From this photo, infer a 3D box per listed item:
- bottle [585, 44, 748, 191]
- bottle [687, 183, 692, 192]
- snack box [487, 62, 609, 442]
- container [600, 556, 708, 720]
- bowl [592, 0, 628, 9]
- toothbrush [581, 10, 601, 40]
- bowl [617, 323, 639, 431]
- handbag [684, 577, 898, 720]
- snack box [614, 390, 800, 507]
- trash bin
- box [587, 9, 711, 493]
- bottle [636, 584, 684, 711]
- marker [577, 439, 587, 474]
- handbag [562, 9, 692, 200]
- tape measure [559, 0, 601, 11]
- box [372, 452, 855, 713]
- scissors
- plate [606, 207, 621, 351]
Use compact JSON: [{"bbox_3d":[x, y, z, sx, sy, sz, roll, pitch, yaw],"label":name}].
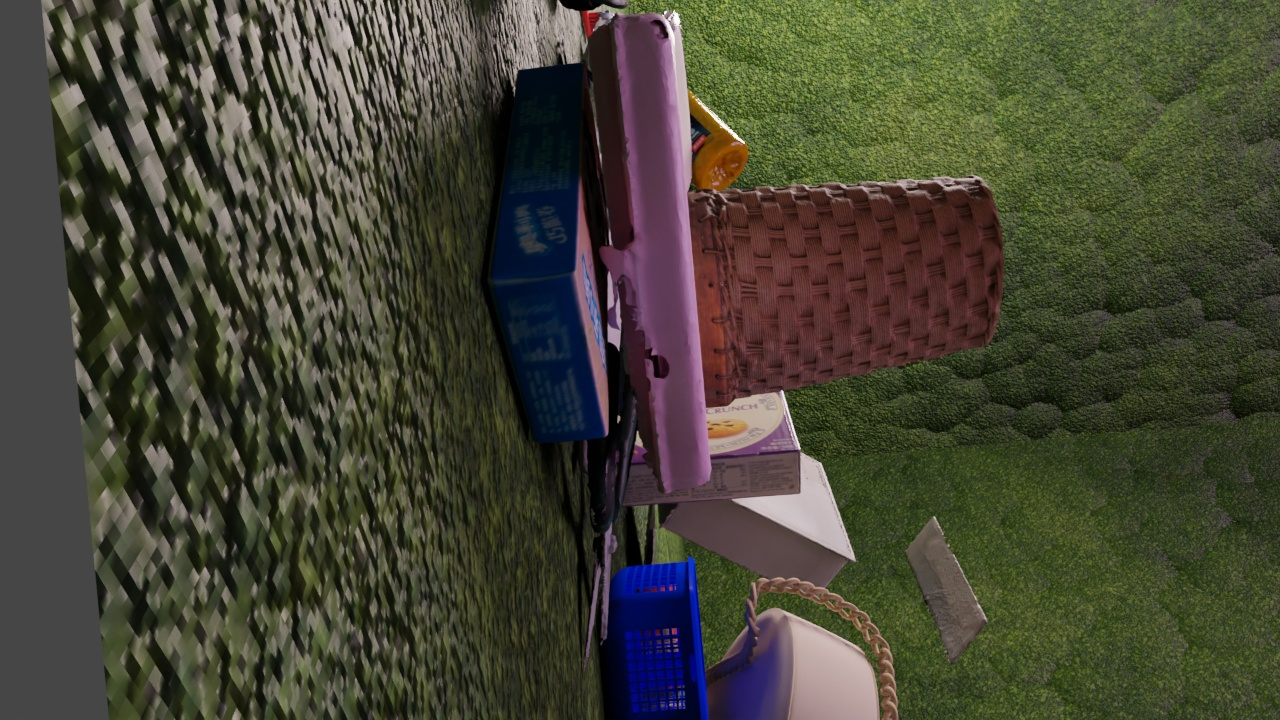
[{"bbox_3d":[0.017,-0.220,0.789,0.186,0.053,0.053,51,-14,27],"label":"bottle"},{"bbox_3d":[0.002,-0.162,0.836,0.173,0.084,0.046,-92,176,-58],"label":"bottle"},{"bbox_3d":[-0.034,-0.050,0.389,0.151,0.034,0.087,-93,176,-45],"label":"snack box"},{"bbox_3d":[0.009,0.178,0.578,0.114,0.058,0.096,3,81,-87],"label":"container"},{"bbox_3d":[-0.037,-0.217,0.423,0.110,0.055,0.110,-1,86,-88],"label":"bowl"},{"bbox_3d":[-0.050,-0.343,0.772,0.213,0.018,0.012,77,8,-69],"label":"toothbrush"},{"bbox_3d":[-0.004,0.004,0.652,0.137,0.057,0.137,-2,86,-88],"label":"bowl"},{"bbox_3d":[0.069,0.272,0.596,0.209,0.103,0.210,-62,-177,30],"label":"handbag"},{"bbox_3d":[0.049,0.059,0.748,0.147,0.143,0.041,-89,173,-65],"label":"snack box"},{"bbox_3d":[0.125,-0.049,0.634,0.151,0.210,0.151,-2,87,-87],"label":"trash bin"},{"bbox_3d":[0.005,-0.056,0.427,0.152,0.038,0.201,-88,172,-68],"label":"box"},{"bbox_3d":[0.009,0.212,0.686,0.044,0.044,0.109,79,7,-63],"label":"bottle"},{"bbox_3d":[-0.030,0.029,0.551,0.022,0.016,0.138,51,16,-18],"label":"marker"},{"bbox_3d":[-0.023,-0.143,0.649,0.151,0.074,0.175,79,25,-48],"label":"handbag"},{"bbox_3d":[-0.043,-0.271,0.626,0.061,0.034,0.061,72,24,-58],"label":"tape measure"},{"bbox_3d":[-0.025,0.202,0.873,0.173,0.423,0.167,52,15,-19],"label":"box"},{"bbox_3d":[-0.014,0.056,0.507,0.202,0.015,0.202,-78,173,-62],"label":"scissors"},{"bbox_3d":[-0.027,-0.034,0.507,0.104,0.026,0.104,6,87,-86],"label":"plate"}]
